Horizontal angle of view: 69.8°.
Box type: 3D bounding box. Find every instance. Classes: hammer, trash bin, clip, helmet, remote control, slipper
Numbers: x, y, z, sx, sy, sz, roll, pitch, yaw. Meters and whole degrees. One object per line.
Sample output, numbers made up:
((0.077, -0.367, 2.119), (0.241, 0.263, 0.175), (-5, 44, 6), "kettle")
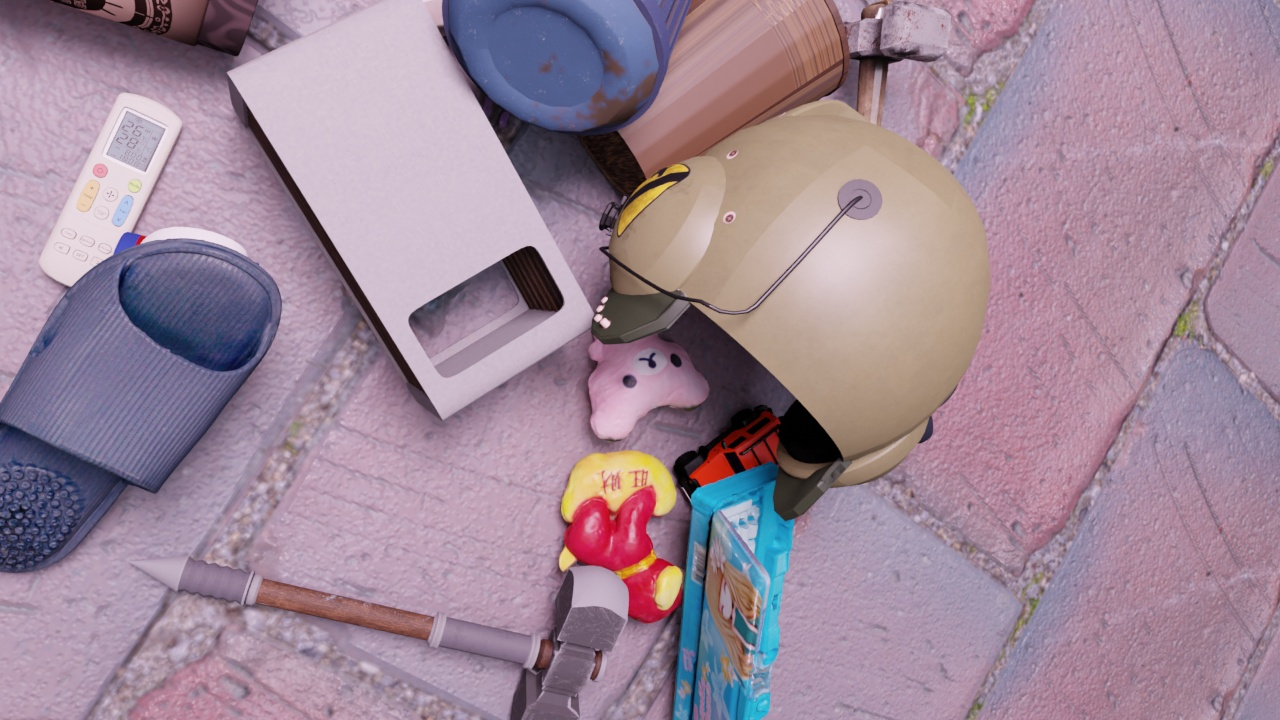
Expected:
((0.172, -0.115, 0.721), (0.048, 0.121, 0.319), (0, 99, -24), "hammer")
((-0.145, -0.093, 0.589), (0.114, 0.114, 0.229), (-33, 106, -16), "trash bin")
((-0.096, -0.191, 0.656), (0.037, 0.013, 0.053), (35, 84, -20), "clip")
((-0.177, 0.177, 0.630), (0.322, 0.043, 0.156), (17, 112, -15), "hammer")
((0.102, -0.047, 0.602), (0.233, 0.256, 0.250), (-47, 110, -3), "helmet")
((-0.019, -0.262, 0.559), (0.139, 0.140, 0.248), (32, 56, -21), "trash bin")
((-0.327, -0.103, 0.567), (0.038, 0.018, 0.125), (25, 85, -22), "remote control")
((-0.306, 0.041, 0.505), (0.264, 0.082, 0.101), (-43, 120, 13), "slipper")

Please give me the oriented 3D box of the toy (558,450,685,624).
((-0.013, 0.135, 0.694), (0.105, 0.067, 0.137), (-21, 95, -16), "toy")

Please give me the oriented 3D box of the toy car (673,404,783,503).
((0.078, 0.079, 0.730), (0.100, 0.049, 0.051), (-35, 106, -15), "toy car")

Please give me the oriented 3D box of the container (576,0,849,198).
((0.041, -0.199, 0.653), (0.167, 0.132, 0.132), (-39, 107, -9), "container")

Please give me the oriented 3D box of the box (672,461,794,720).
((0.061, 0.204, 0.672), (0.083, 0.172, 0.227), (9, 111, 15), "box")

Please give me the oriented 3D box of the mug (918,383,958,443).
((0.216, 0.019, 0.764), (0.071, 0.077, 0.105), (-17, 101, -20), "mug")

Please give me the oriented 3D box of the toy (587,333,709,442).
((-0.004, 0.004, 0.690), (0.099, 0.053, 0.096), (-21, 90, -22), "toy")

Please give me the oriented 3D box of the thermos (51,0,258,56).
((-0.312, -0.268, 0.484), (0.226, 0.173, 0.172), (17, 88, -29), "thermos")

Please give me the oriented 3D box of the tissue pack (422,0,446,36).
((-0.133, -0.313, 0.608), (0.104, 0.071, 0.181), (-18, 100, -4), "tissue pack")

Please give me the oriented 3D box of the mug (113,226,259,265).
((-0.273, -0.042, 0.547), (0.076, 0.112, 0.074), (13, 54, -23), "mug")
